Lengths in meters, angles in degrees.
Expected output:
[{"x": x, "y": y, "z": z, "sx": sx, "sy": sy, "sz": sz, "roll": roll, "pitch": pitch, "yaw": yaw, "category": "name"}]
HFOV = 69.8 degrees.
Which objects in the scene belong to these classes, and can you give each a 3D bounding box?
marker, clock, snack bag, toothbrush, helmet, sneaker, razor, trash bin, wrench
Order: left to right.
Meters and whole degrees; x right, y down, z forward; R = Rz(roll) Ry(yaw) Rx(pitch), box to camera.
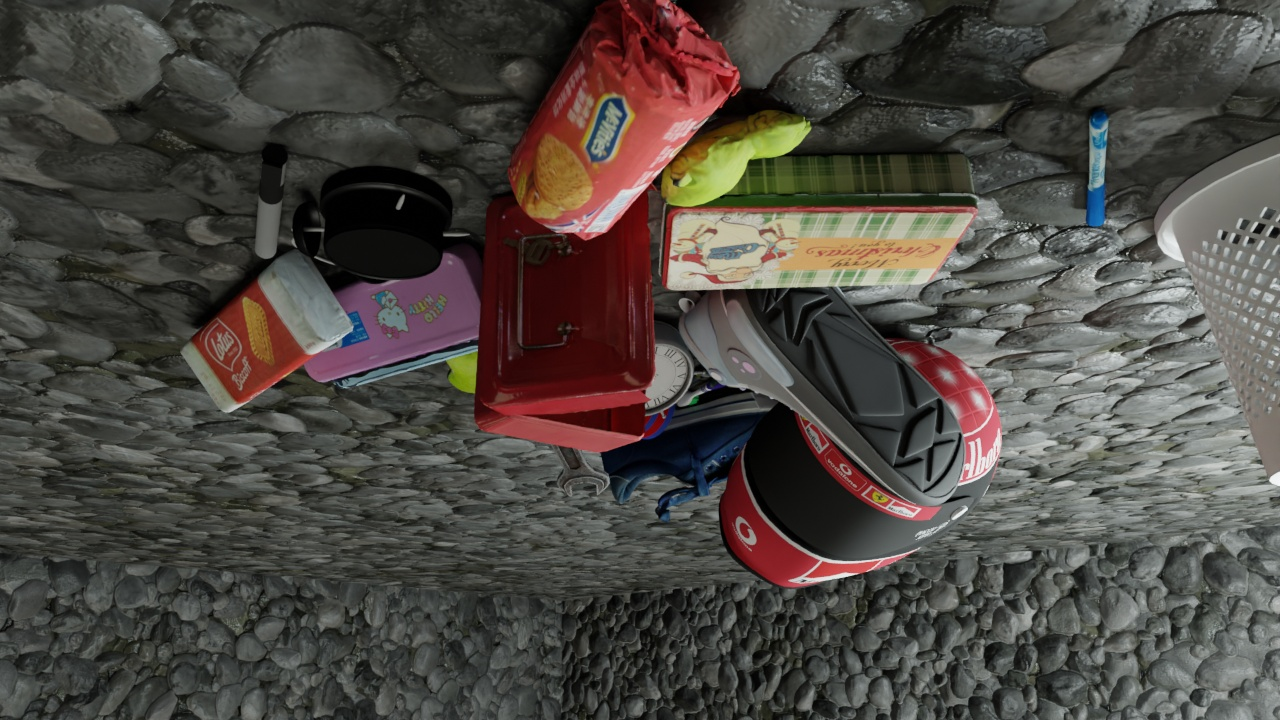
[{"x": -0.323, "y": -0.019, "z": 0.777, "sx": 0.226, "sy": 0.077, "sz": 0.041, "roll": -23, "pitch": -168, "yaw": 42, "category": "snack bag"}, {"x": -0.254, "y": -0.105, "z": 0.629, "sx": 0.016, "sy": 0.016, "sz": 0.141, "roll": 7, "pitch": 159, "yaw": -22, "category": "marker"}, {"x": -0.186, "y": -0.088, "z": 0.639, "sx": 0.121, "sy": 0.042, "sz": 0.091, "roll": -12, "pitch": 157, "yaw": 28, "category": "clock"}, {"x": -0.091, "y": 0.048, "z": 0.897, "sx": 0.070, "sy": 0.010, "sz": 0.273, "roll": -15, "pitch": 132, "yaw": 7, "category": "wrench"}, {"x": -0.013, "y": -0.129, "z": 0.497, "sx": 0.082, "sy": 0.082, "sz": 0.177, "roll": 8, "pitch": 158, "yaw": -24, "category": "snack bag"}, {"x": -0.005, "y": 0.005, "z": 0.854, "sx": 0.122, "sy": 0.035, "sz": 0.095, "roll": 26, "pitch": 114, "yaw": -36, "category": "clock"}, {"x": 0.053, "y": 0.025, "z": 1.001, "sx": 0.042, "sy": 0.022, "sz": 0.145, "roll": -36, "pitch": -175, "yaw": -32, "category": "razor"}, {"x": 0.091, "y": 0.110, "z": 1.058, "sx": 0.295, "sy": 0.127, "sz": 0.120, "roll": -16, "pitch": 166, "yaw": 17, "category": "sneaker"}, {"x": 0.091, "y": 0.021, "z": 0.997, "sx": 0.016, "sy": 0.015, "sz": 0.187, "roll": 5, "pitch": 159, "yaw": -30, "category": "toothbrush"}, {"x": 0.143, "y": 0.027, "z": 0.774, "sx": 0.256, "sy": 0.092, "sz": 0.161, "roll": 46, "pitch": 154, "yaw": -10, "category": "sneaker"}, {"x": 0.226, "y": 0.088, "z": 0.892, "sx": 0.270, "sy": 0.197, "sz": 0.225, "roll": -16, "pitch": 148, "yaw": -34, "category": "helmet"}, {"x": 0.304, "y": -0.125, "z": 0.609, "sx": 0.013, "sy": 0.013, "sz": 0.142, "roll": -10, "pitch": 158, "yaw": 22, "category": "marker"}, {"x": 0.475, "y": -0.027, "z": 0.614, "sx": 0.195, "sy": 0.199, "sz": 0.196, "roll": -1, "pitch": 160, "yaw": -1, "category": "trash bin"}]

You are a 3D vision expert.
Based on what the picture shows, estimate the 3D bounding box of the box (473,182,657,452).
[{"x": -0.045, "y": -0.023, "z": 0.668, "sx": 0.152, "sy": 0.157, "sz": 0.165, "roll": -4, "pitch": 162, "yaw": 14, "category": "box"}]

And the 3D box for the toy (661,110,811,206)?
[{"x": 0.054, "y": -0.121, "z": 0.540, "sx": 0.094, "sy": 0.036, "sz": 0.094, "roll": -28, "pitch": -179, "yaw": 22, "category": "toy"}]

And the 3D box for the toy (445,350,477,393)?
[{"x": -0.131, "y": 0.004, "z": 0.900, "sx": 0.117, "sy": 0.043, "sz": 0.092, "roll": -2, "pitch": 155, "yaw": -10, "category": "toy"}]

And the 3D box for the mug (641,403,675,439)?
[{"x": -0.004, "y": 0.027, "z": 0.943, "sx": 0.076, "sy": 0.075, "sz": 0.112, "roll": 17, "pitch": 129, "yaw": -41, "category": "mug"}]

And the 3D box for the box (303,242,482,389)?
[{"x": -0.188, "y": -0.040, "z": 0.777, "sx": 0.215, "sy": 0.089, "sz": 0.092, "roll": -14, "pitch": -166, "yaw": 31, "category": "box"}]

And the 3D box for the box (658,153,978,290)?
[{"x": 0.115, "y": -0.093, "z": 0.636, "sx": 0.205, "sy": 0.050, "sz": 0.118, "roll": -1, "pitch": 161, "yaw": -3, "category": "box"}]
